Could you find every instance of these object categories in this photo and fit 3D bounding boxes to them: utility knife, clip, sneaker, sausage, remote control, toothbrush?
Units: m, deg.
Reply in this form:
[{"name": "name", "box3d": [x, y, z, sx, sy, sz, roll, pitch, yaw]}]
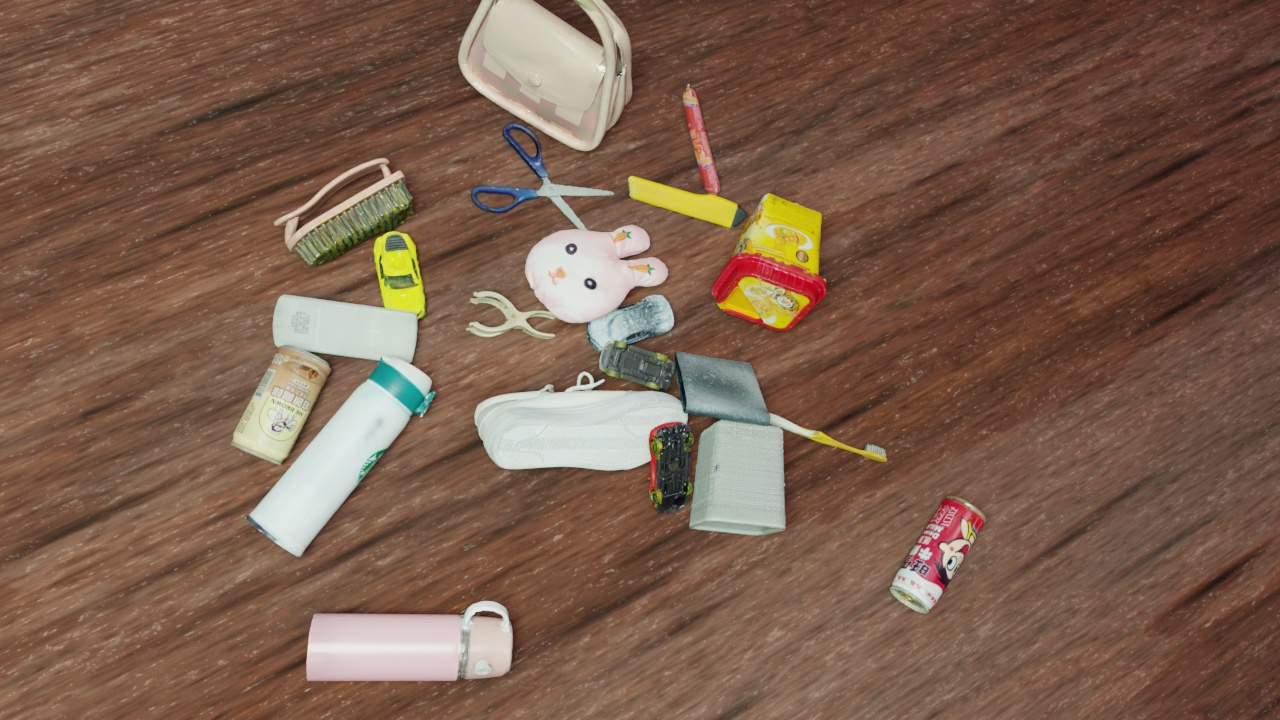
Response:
[{"name": "utility knife", "box3d": [0.057, -0.194, 1.116, 0.153, 0.015, 0.033, 16, 107, -8]}, {"name": "clip", "box3d": [-0.150, -0.034, 1.034, 0.104, 0.035, 0.083, 28, 71, -13]}, {"name": "sneaker", "box3d": [-0.066, 0.066, 1.012, 0.241, 0.091, 0.090, -2, 117, -30]}, {"name": "sausage", "box3d": [0.074, -0.272, 1.138, 0.020, 0.020, 0.155, -11, 80, -14]}, {"name": "remote control", "box3d": [-0.319, -0.034, 0.995, 0.150, 0.021, 0.058, 8, 104, -10]}, {"name": "toothbrush", "box3d": [0.207, 0.085, 1.091, 0.191, 0.016, 0.018, 19, 64, -7]}]

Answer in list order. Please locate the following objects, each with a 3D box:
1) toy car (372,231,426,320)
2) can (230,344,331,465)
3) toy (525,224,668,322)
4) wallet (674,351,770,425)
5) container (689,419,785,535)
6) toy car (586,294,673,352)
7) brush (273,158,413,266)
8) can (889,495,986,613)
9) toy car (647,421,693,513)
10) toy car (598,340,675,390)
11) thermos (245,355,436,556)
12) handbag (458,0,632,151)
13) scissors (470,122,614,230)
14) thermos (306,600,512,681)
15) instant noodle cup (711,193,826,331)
[{"name": "toy car", "box3d": [-0.268, -0.093, 1.022, 0.048, 0.032, 0.105, -10, 82, -14]}, {"name": "can", "box3d": [-0.373, 0.046, 0.955, 0.058, 0.059, 0.116, 23, 74, -6]}, {"name": "toy", "box3d": [-0.050, -0.106, 1.057, 0.159, 0.054, 0.121, -23, 68, -20]}, {"name": "wallet", "box3d": [0.090, 0.030, 1.039, 0.097, 0.120, 0.019, 10, 120, -10]}, {"name": "container", "box3d": [0.110, 0.131, 1.024, 0.090, 0.090, 0.114, 8, 73, -11]}, {"name": "toy car", "box3d": [-0.012, -0.044, 1.065, 0.105, 0.031, 0.049, -19, 80, -13]}, {"name": "brush", "box3d": [-0.324, -0.163, 1.010, 0.145, 0.063, 0.073, -34, 91, -15]}, {"name": "can", "box3d": [0.346, 0.226, 1.069, 0.053, 0.053, 0.132, 39, 73, -2]}, {"name": "toy car", "box3d": [0.032, 0.120, 1.024, 0.049, 0.031, 0.106, -11, 110, -27]}, {"name": "toy car", "box3d": [-0.006, 0.006, 1.045, 0.090, 0.035, 0.042, 17, 83, -22]}, {"name": "thermos", "box3d": [-0.305, 0.095, 0.956, 0.073, 0.073, 0.223, 37, 73, -2]}, {"name": "handbag", "box3d": [-0.095, -0.348, 1.006, 0.193, 0.235, 0.093, 31, 72, -4]}, {"name": "scissors", "box3d": [-0.121, -0.208, 1.088, 0.175, 0.012, 0.162, -18, 83, -17]}, {"name": "thermos", "box3d": [-0.229, 0.281, 0.925, 0.198, 0.067, 0.087, 3, 114, -10]}, {"name": "instant noodle cup", "box3d": [0.158, -0.118, 1.080, 0.116, 0.116, 0.123, 20, 64, -7]}]
